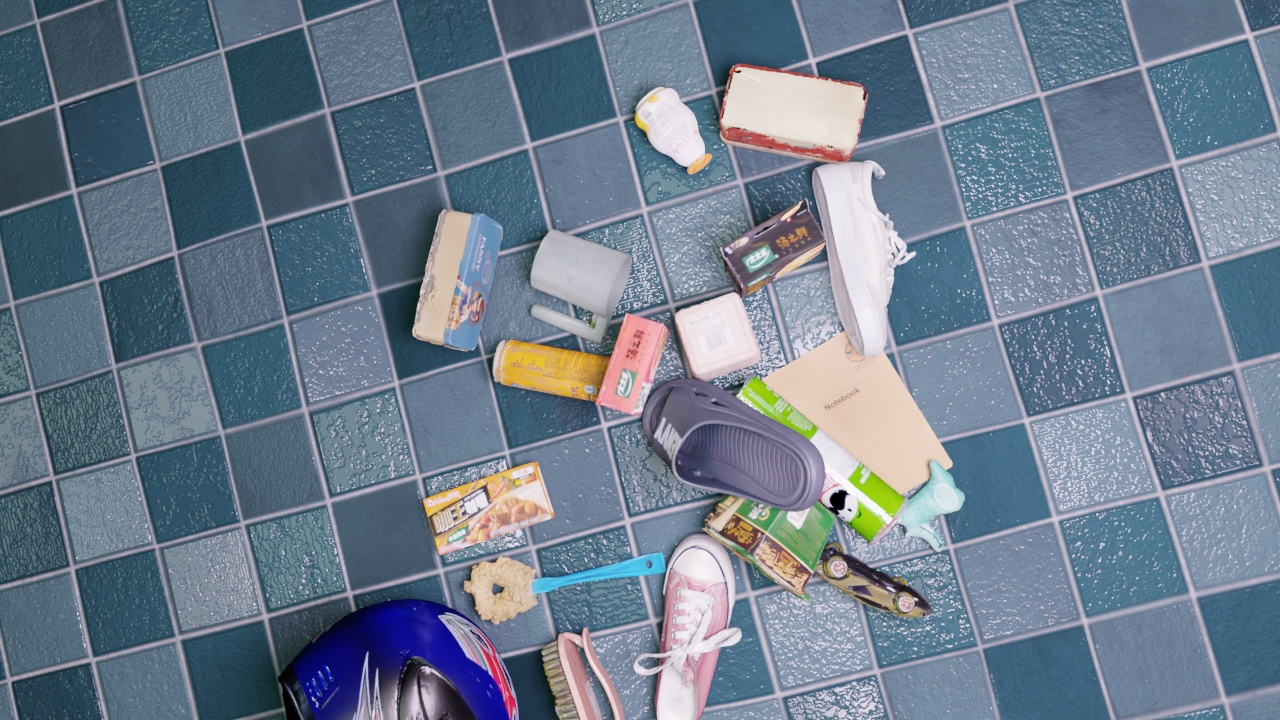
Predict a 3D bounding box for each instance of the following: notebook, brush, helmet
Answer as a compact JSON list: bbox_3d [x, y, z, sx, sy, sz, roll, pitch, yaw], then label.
[{"bbox_3d":[0.264,0.076,1.127,0.148,0.008,0.207,-31,85,4],"label":"notebook"},{"bbox_3d":[-0.070,0.403,1.125,0.073,0.063,0.145,-20,84,9],"label":"brush"},{"bbox_3d":[-0.095,0.273,1.148,0.255,0.046,0.083,-10,83,2],"label":"brush"},{"bbox_3d":[-0.257,0.431,1.054,0.239,0.248,0.315,-18,81,-29],"label":"helmet"}]

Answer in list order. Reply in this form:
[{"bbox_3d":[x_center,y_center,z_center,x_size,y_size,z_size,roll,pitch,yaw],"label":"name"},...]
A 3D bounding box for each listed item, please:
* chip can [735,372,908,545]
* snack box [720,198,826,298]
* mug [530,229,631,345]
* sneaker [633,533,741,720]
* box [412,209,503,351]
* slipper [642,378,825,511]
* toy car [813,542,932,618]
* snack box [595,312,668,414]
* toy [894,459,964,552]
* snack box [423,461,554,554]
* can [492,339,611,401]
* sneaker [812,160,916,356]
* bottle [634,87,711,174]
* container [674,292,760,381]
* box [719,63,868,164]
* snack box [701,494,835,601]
[{"bbox_3d":[0.204,0.115,1.092,0.236,0.072,0.072,40,92,8],"label":"chip can"},{"bbox_3d":[0.156,-0.129,1.088,0.113,0.125,0.053,-30,85,4],"label":"snack box"},{"bbox_3d":[-0.079,-0.091,1.143,0.103,0.083,0.124,22,115,8],"label":"mug"},{"bbox_3d":[0.060,0.332,1.099,0.118,0.088,0.241,10,90,7],"label":"sneaker"},{"bbox_3d":[-0.226,-0.106,1.149,0.059,0.089,0.184,15,91,13],"label":"box"},{"bbox_3d":[0.084,0.094,1.044,0.268,0.083,0.111,22,109,44],"label":"slipper"},{"bbox_3d":[0.269,0.264,1.087,0.158,0.070,0.042,25,98,8],"label":"toy car"},{"bbox_3d":[-0.007,0.006,1.100,0.044,0.127,0.113,19,90,7],"label":"snack box"},{"bbox_3d":[0.348,0.180,1.104,0.092,0.030,0.096,-38,92,9],"label":"toy"},{"bbox_3d":[-0.192,0.187,1.165,0.154,0.026,0.075,-19,85,5],"label":"snack box"},{"bbox_3d":[-0.107,0.013,1.146,0.146,0.058,0.058,10,89,7],"label":"can"},{"bbox_3d":[0.275,-0.125,1.099,0.091,0.089,0.242,-10,80,1],"label":"sneaker"},{"bbox_3d":[0.042,-0.283,1.138,0.063,0.063,0.108,-37,84,4],"label":"bottle"},{"bbox_3d":[0.091,-0.029,1.098,0.090,0.111,0.090,-19,85,5],"label":"container"},{"bbox_3d":[0.184,-0.299,1.114,0.168,0.080,0.091,12,88,7],"label":"box"},{"bbox_3d":[0.157,0.193,1.071,0.118,0.118,0.105,40,81,-31],"label":"snack box"}]
